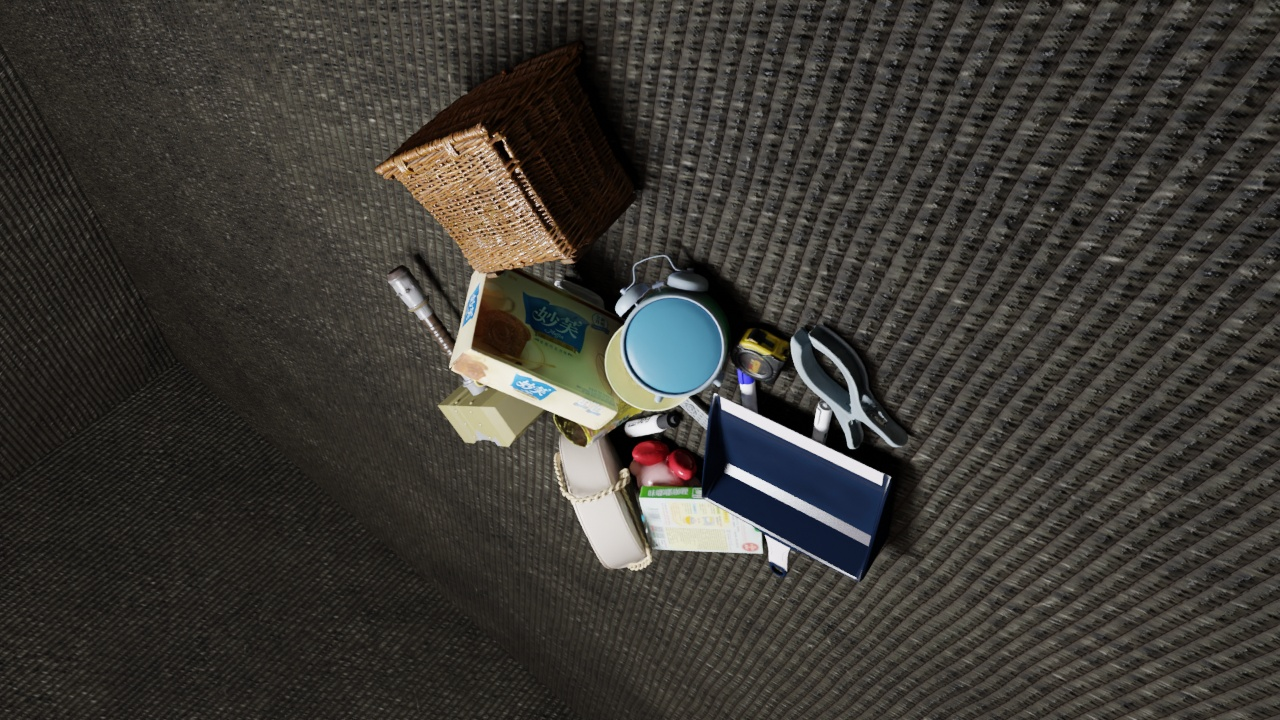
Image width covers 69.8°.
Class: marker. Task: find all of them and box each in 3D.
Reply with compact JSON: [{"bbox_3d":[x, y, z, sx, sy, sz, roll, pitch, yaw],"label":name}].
[{"bbox_3d":[0.134,0.053,1.131,0.020,0.020,0.142,25,145,32],"label":"marker"},{"bbox_3d":[0.210,0.093,1.085,0.017,0.020,0.134,50,157,33],"label":"marker"},{"bbox_3d":[0.018,0.092,1.320,0.025,0.025,0.126,52,150,-12],"label":"marker"}]

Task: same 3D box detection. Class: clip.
[{"bbox_3d":[0.228,0.030,0.977,0.108,0.027,0.163,-5,125,56],"label":"clip"}]

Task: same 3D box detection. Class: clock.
[{"bbox_3d":[0.035,-0.041,1.051,0.122,0.075,0.161,-16,99,13],"label":"clock"}]

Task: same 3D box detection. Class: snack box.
[{"bbox_3d":[0.090,0.230,1.320,0.168,0.027,0.132,0,136,12],"label":"snack box"},{"bbox_3d":[-0.121,-0.022,1.140,0.207,0.153,0.055,25,138,-25],"label":"snack box"}]

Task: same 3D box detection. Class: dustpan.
[{"bbox_3d":[0.185,0.188,1.154,0.236,0.080,0.273,25,155,26],"label":"dustpan"}]

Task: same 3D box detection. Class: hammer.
[{"bbox_3d":[-0.312,-0.016,1.522,0.191,0.100,0.325,-2,126,52],"label":"hammer"}]

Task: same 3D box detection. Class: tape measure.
[{"bbox_3d":[0.135,-0.008,1.040,0.062,0.038,0.067,29,151,11],"label":"tape measure"}]

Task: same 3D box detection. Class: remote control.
[{"bbox_3d":[0.066,0.058,1.228,0.136,0.013,0.033,41,151,7],"label":"remote control"}]

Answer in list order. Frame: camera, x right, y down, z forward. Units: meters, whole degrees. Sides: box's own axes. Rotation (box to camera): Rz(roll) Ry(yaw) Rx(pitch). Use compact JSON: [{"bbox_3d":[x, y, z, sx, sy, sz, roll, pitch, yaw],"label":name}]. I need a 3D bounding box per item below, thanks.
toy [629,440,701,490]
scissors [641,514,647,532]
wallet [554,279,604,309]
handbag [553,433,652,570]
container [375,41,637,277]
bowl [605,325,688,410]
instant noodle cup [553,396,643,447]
[{"bbox_3d":[0.046,0.179,1.362,0.124,0.096,0.132,13,128,10],"label":"toy"},{"bbox_3d":[0.024,0.258,1.524,0.122,0.019,0.149,5,137,43],"label":"scissors"},{"bbox_3d":[-0.082,-0.057,1.260,0.086,0.032,0.116,25,144,13],"label":"wallet"},{"bbox_3d":[-0.049,0.200,1.393,0.210,0.103,0.209,-108,-4,-45],"label":"handbag"},{"bbox_3d":[-0.139,-0.206,1.021,0.250,0.161,0.183,1,133,51],"label":"container"},{"bbox_3d":[0.019,-0.004,1.141,0.118,0.118,0.074,49,-167,-7],"label":"bowl"},{"bbox_3d":[-0.061,0.065,1.301,0.102,0.108,0.102,33,147,25],"label":"instant noodle cup"}]
